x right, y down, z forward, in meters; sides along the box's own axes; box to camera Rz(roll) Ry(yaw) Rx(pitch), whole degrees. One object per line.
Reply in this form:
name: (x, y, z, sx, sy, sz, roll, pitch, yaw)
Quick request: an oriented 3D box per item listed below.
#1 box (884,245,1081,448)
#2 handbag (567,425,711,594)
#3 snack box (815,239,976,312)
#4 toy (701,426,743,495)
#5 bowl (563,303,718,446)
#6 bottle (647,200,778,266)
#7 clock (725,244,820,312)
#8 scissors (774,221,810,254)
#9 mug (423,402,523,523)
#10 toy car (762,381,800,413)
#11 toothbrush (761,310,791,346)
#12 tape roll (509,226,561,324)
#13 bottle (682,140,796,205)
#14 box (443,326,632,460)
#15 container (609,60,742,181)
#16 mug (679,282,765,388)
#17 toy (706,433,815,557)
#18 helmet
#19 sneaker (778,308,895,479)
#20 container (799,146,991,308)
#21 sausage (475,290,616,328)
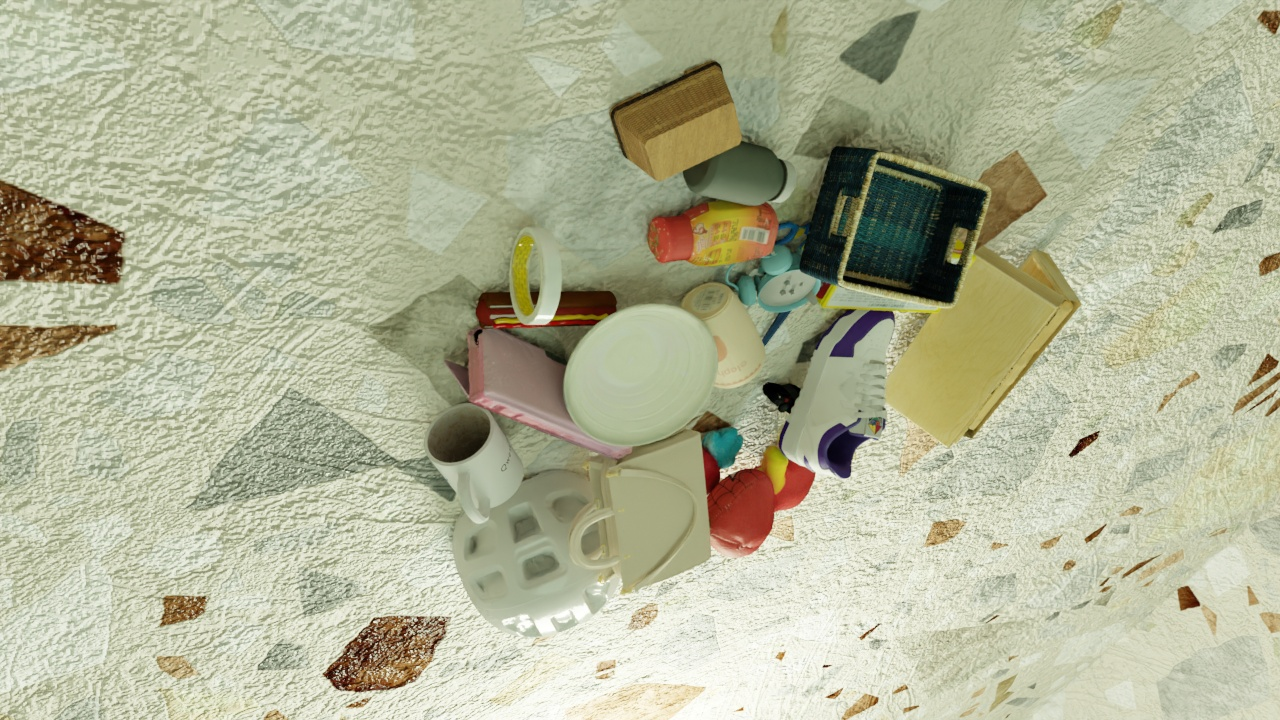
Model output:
box: (0.460, -0.018, 1.231, 0.178, 0.142, 0.249, -7, 137, -37)
handbag: (-0.011, 0.191, 1.136, 0.197, 0.101, 0.195, -18, 109, -38)
snack box: (0.307, -0.107, 1.121, 0.200, 0.042, 0.092, 0, 132, -29)
toy: (0.087, 0.142, 1.256, 0.133, 0.062, 0.092, -45, 155, -5)
bowl: (-0.006, 0.006, 1.016, 0.176, 0.057, 0.177, -9, 120, -16)
bottle: (0.075, -0.132, 0.963, 0.134, 0.048, 0.072, -9, 135, -20)
clock: (0.151, -0.091, 1.042, 0.123, 0.042, 0.088, 11, 138, -31)
scissors: (0.201, -0.144, 1.046, 0.131, 0.018, 0.109, -26, 143, 0)
mug: (-0.187, 0.124, 1.037, 0.083, 0.119, 0.096, -13, 140, 8)
toy car: (0.200, 0.051, 1.230, 0.036, 0.042, 0.091, -49, 136, 13)
toothbrush: (0.163, -0.044, 1.130, 0.017, 0.016, 0.190, 12, 127, -29)
tape roll: (-0.102, -0.081, 0.886, 0.019, 0.094, 0.094, -1, 133, -28)
bottle: (0.099, -0.187, 0.911, 0.108, 0.060, 0.060, 5, 130, -32)
box: (-0.113, 0.049, 1.028, 0.080, 0.099, 0.232, -26, 146, 31)
container: (0.038, -0.216, 0.844, 0.114, 0.061, 0.063, -25, 140, -2)
mug: (0.077, -0.031, 1.058, 0.112, 0.085, 0.104, -8, 136, 22)
toy: (0.161, 0.189, 1.266, 0.215, 0.099, 0.148, -32, 145, -45)
helmet: (-0.132, 0.278, 1.249, 0.224, 0.183, 0.283, -14, 159, -9)
sneaker: (0.274, 0.044, 1.173, 0.091, 0.111, 0.244, 11, 109, -42)
container: (0.278, -0.144, 1.004, 0.187, 0.071, 0.145, 7, 103, -31)
sausage: (-0.097, -0.053, 0.962, 0.155, 0.040, 0.040, -3, 134, -26)
